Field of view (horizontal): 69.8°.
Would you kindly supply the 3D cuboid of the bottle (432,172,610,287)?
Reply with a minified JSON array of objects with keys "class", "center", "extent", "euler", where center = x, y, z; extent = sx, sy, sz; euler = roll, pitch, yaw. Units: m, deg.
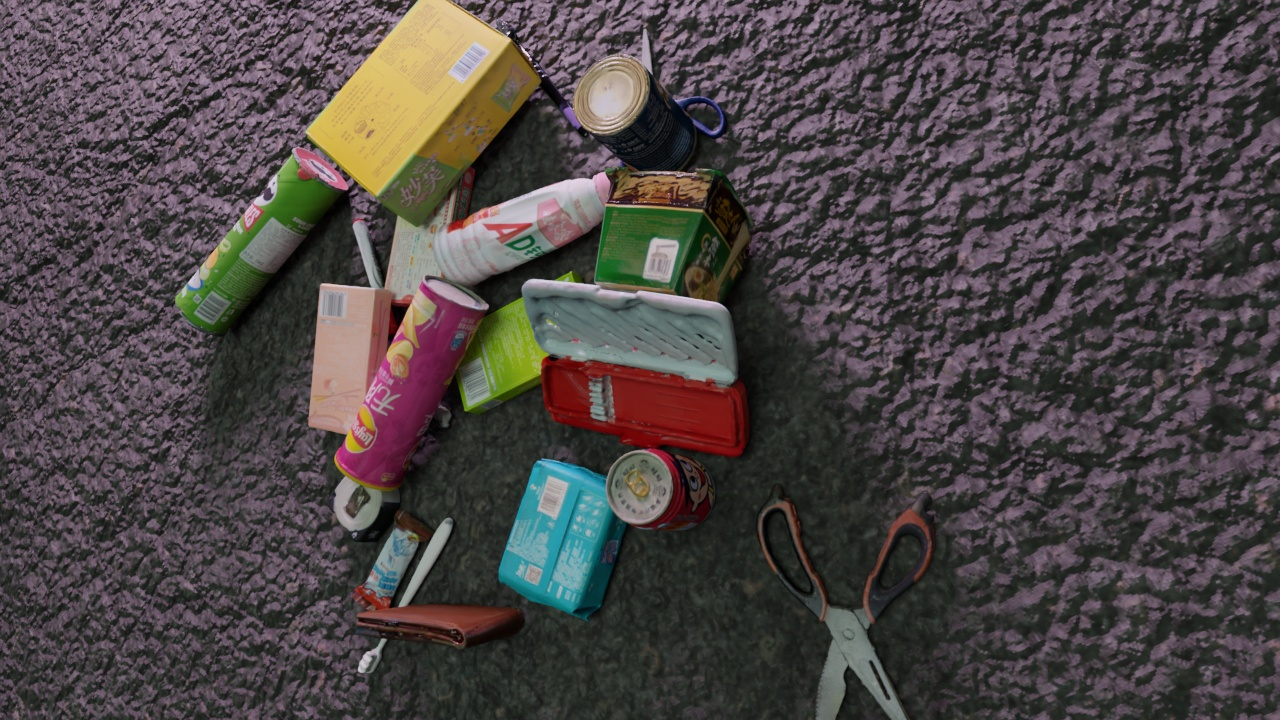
[{"class":"bottle","center":[-0.106,-0.133,0.905],"extent":[0.197,0.068,0.068],"euler":[-19,72,17]}]

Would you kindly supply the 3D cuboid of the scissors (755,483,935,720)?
[{"class":"scissors","center":[0.162,0.196,0.734],"extent":[0.189,0.015,0.225],"euler":[25,90,27]}]

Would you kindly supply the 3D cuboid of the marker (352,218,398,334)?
[{"class":"marker","center":[-0.293,-0.094,1.011],"extent":[0.017,0.017,0.145],"euler":[-29,68,18]}]

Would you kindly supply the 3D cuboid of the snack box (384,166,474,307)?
[{"class":"snack box","center":[-0.227,-0.134,0.981],"extent":[0.077,0.027,0.155],"euler":[4,81,27]}]

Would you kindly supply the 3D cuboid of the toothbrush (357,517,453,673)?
[{"class":"toothbrush","center":[-0.234,0.235,0.915],"extent":[0.016,0.016,0.180],"euler":[31,94,25]}]

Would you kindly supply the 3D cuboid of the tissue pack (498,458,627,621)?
[{"class":"tissue pack","center":[-0.067,0.161,0.831],"extent":[0.093,0.050,0.133],"euler":[18,88,26]}]

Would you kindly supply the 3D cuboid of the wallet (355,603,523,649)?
[{"class":"wallet","center":[-0.183,0.244,0.842],"extent":[0.125,0.101,0.032],"euler":[-3,80,25]}]

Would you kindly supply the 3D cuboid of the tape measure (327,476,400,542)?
[{"class":"tape measure","center":[-0.284,0.146,0.948],"extent":[0.066,0.033,0.066],"euler":[40,98,25]}]

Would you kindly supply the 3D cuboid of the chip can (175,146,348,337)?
[{"class":"chip can","center":[-0.439,-0.134,1.059],"extent":[0.236,0.072,0.072],"euler":[-46,64,11]}]

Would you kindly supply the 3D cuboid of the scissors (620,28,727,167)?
[{"class":"scissors","center":[0.012,-0.244,0.898],"extent":[0.162,0.012,0.174],"euler":[14,85,28]}]

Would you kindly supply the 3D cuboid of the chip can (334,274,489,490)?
[{"class":"chip can","center":[-0.225,0.023,0.900],"extent":[0.071,0.071,0.211],"euler":[37,106,27]}]

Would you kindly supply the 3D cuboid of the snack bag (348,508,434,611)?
[{"class":"snack bag","center":[-0.251,0.205,0.925],"extent":[0.048,0.026,0.104],"euler":[32,95,15]}]

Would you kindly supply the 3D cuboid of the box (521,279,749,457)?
[{"class":"box","center":[-0.005,0.004,0.795],"extent":[0.201,0.039,0.158],"euler":[9,123,27]}]

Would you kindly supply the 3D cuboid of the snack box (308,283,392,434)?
[{"class":"snack box","center":[-0.310,-0.001,0.977],"extent":[0.085,0.026,0.157],"euler":[8,94,31]}]

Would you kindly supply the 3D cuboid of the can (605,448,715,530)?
[{"class":"can","center":[0.017,0.110,0.776],"extent":[0.067,0.093,0.066],"euler":[-5,78,25]}]

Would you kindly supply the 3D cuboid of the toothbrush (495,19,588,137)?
[{"class":"toothbrush","center":[-0.105,-0.300,0.964],"extent":[0.014,0.016,0.189],"euler":[-40,67,13]}]

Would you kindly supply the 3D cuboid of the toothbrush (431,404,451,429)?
[{"class":"toothbrush","center":[-0.260,0.016,0.972],"extent":[0.181,0.015,0.018],"euler":[35,114,27]}]

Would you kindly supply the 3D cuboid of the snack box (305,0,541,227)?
[{"class":"snack box","center":[-0.230,-0.267,0.965],"extent":[0.158,0.070,0.210],"euler":[40,90,31]}]

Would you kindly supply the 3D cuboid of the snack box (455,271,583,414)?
[{"class":"snack box","center":[-0.115,-0.016,0.904],"extent":[0.157,0.026,0.085],"euler":[-26,69,19]}]

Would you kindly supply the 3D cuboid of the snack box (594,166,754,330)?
[{"class":"snack box","center":[0.024,-0.091,0.790],"extent":[0.118,0.117,0.105],"euler":[7,69,31]}]

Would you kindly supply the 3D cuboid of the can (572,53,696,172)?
[{"class":"can","center":[-0.004,-0.218,0.829],"extent":[0.075,0.111,0.075],"euler":[-5,77,24]}]
